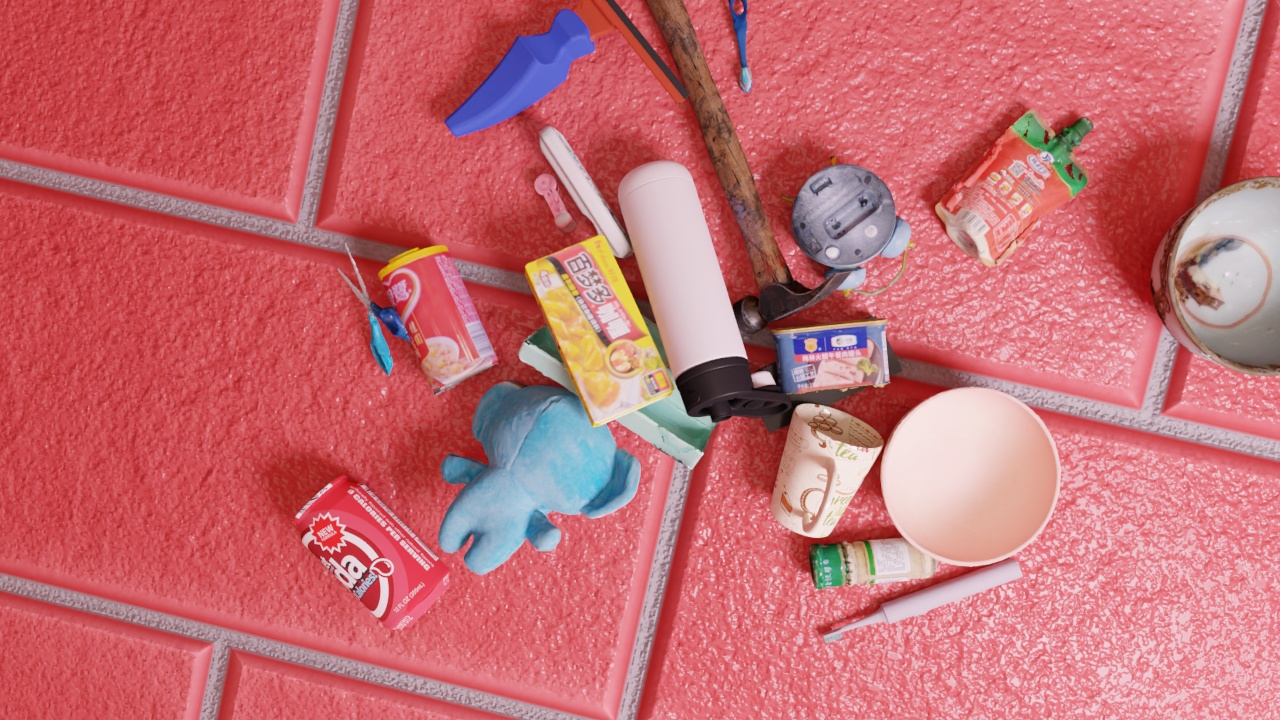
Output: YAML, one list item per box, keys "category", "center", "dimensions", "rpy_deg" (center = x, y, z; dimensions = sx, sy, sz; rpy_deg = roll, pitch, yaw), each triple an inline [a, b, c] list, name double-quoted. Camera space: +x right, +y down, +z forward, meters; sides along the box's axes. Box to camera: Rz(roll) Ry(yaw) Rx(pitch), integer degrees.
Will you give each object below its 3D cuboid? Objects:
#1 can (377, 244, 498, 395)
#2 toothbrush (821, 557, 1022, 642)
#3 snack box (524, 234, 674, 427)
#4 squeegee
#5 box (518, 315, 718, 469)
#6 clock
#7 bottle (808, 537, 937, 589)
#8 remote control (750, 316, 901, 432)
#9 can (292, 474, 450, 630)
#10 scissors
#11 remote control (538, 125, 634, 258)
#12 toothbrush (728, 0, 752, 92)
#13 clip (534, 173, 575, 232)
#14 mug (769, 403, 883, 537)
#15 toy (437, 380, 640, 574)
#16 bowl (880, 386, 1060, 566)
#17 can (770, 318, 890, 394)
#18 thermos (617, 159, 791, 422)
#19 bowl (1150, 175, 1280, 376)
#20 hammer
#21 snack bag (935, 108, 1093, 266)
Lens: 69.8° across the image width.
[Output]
- category: "can"
  center: [-0.183, -0.038, 0.833]
  dimensions: [0.067, 0.066, 0.124]
  rpy_deg: [-25, 91, 4]
- category: "toothbrush"
  center: [0.256, 0.222, 0.841]
  dimensions: [0.188, 0.018, 0.019]
  rpy_deg: [-21, 93, 4]
- category: "snack box"
  center: [-0.036, -0.026, 0.785]
  dimensions: [0.075, 0.025, 0.152]
  rpy_deg: [-23, 80, -9]
- category: "squeegee"
  center: [-0.097, -0.262, 0.823]
  dimensions: [0.185, 0.055, 0.249]
  rpy_deg: [-36, 73, 5]
- category: "box"
  center: [-0.003, 0.002, 0.817]
  dimensions: [0.188, 0.077, 0.092]
  rpy_deg: [33, 106, 3]
- category: "clock"
  center: [0.185, -0.115, 0.813]
  dimensions: [0.089, 0.051, 0.124]
  rpy_deg: [-38, 91, 3]
- category: "bottle"
  center: [0.210, 0.182, 0.830]
  dimensions: [0.110, 0.042, 0.042]
  rpy_deg: [-6, 92, 3]
- category: "remote control"
  center: [0.166, 0.013, 0.839]
  dimensions: [0.133, 0.013, 0.058]
  rpy_deg: [-25, 91, 4]
- category: "can"
  center: [-0.245, 0.177, 0.843]
  dimensions: [0.142, 0.074, 0.074]
  rpy_deg: [45, 94, 1]
- category: "scissors"
  center: [-0.241, -0.050, 0.832]
  dimensions: [0.014, 0.117, 0.130]
  rpy_deg: [-22, 97, -34]
- category: "remote control"
  center: [-0.050, -0.149, 0.827]
  dimensions: [0.022, 0.050, 0.133]
  rpy_deg: [-33, 90, 8]
- category: "toothbrush"
  center: [0.089, -0.309, 0.827]
  dimensions: [0.021, 0.016, 0.132]
  rpy_deg: [-7, 93, 2]
- category: "clip"
  center: [-0.078, -0.143, 0.838]
  dimensions: [0.023, 0.043, 0.060]
  rpy_deg: [-26, 104, 1]
- category: "mug"
  center: [0.156, 0.106, 0.791]
  dimensions: [0.081, 0.121, 0.097]
  rpy_deg: [18, 109, 0]
- category: "toy"
  center: [-0.098, 0.109, 0.817]
  dimensions: [0.183, 0.115, 0.180]
  rpy_deg: [30, 75, 24]
- category: "bowl"
  center: [0.279, 0.096, 0.805]
  dimensions: [0.153, 0.076, 0.153]
  rpy_deg: [0, 94, 3]
- category: "can"
  center: [0.167, -0.003, 0.804]
  dimensions: [0.100, 0.054, 0.059]
  rpy_deg: [-6, 93, 4]
- category: "thermos"
  center: [0.054, -0.059, 0.794]
  dimensions: [0.101, 0.069, 0.229]
  rpy_deg: [-5, 70, -32]
- category: "bowl"
  center: [0.502, -0.068, 0.773]
  dimensions: [0.160, 0.094, 0.160]
  rpy_deg: [0, 93, 3]
- category: "hammer"
  center: [0.078, -0.194, 0.805]
  dimensions: [0.120, 0.033, 0.330]
  rpy_deg: [-25, 84, 46]
- category: "snack bag"
  center: [0.339, -0.159, 0.810]
  dimensions: [0.155, 0.044, 0.087]
  rpy_deg: [-44, 95, 0]
